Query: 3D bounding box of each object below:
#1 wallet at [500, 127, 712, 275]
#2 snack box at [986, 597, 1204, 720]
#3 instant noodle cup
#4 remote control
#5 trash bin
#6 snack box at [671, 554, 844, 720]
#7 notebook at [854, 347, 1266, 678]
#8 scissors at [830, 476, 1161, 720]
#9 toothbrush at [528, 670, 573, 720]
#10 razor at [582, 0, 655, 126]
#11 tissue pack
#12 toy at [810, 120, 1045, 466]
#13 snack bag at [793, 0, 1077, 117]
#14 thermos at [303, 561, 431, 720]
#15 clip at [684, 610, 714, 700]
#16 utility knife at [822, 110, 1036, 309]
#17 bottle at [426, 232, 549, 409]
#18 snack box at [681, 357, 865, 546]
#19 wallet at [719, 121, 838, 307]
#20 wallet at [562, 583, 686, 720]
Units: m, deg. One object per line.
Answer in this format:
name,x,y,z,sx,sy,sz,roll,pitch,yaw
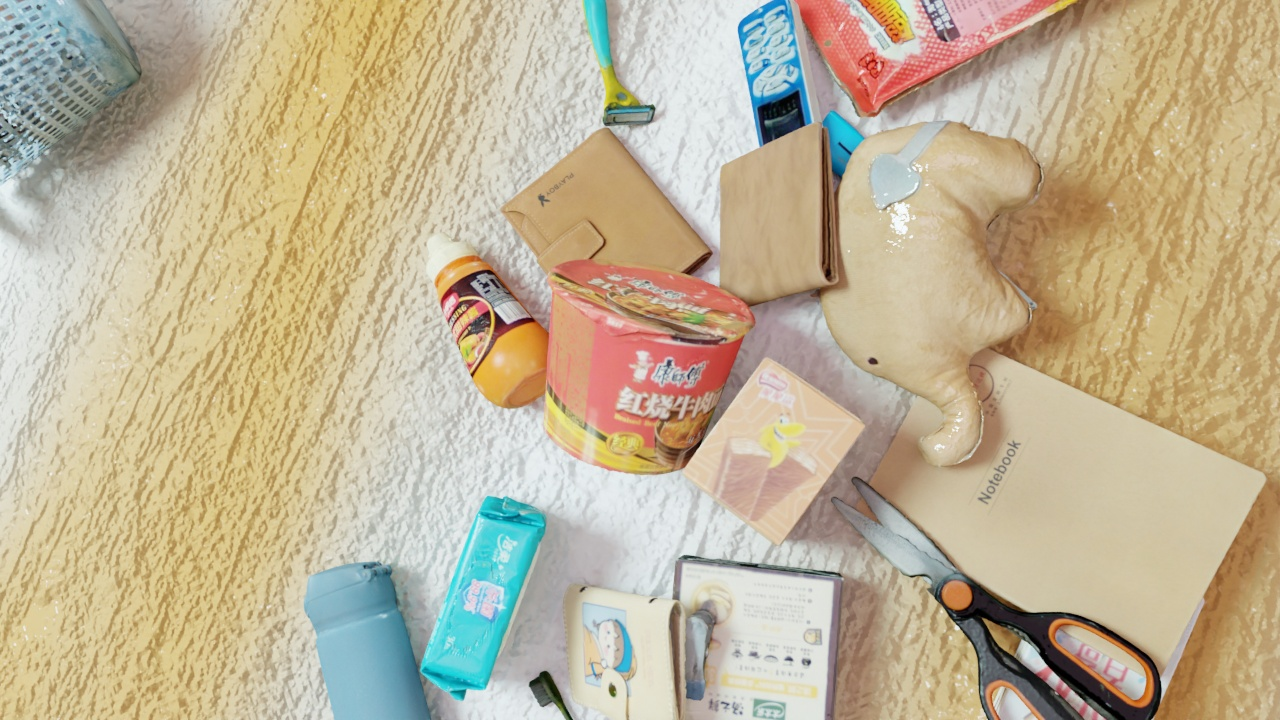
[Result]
wallet,-0.027,-0.096,0.689,0.108,0.031,0.132,-38,77,1
snack box,0.290,0.205,0.596,0.085,0.027,0.156,25,86,12
instant noodle cup,-0.004,0.004,0.614,0.138,0.137,0.109,17,112,11
remote control,0.105,-0.203,0.679,0.049,0.024,0.125,-17,77,40
trash bin,-0.519,-0.242,0.712,0.195,0.227,0.226,-33,78,-10
snack box,0.075,0.201,0.617,0.113,0.053,0.125,4,84,11
notebook,0.268,0.089,0.604,0.208,0.008,0.147,29,87,23
scissors,0.227,0.153,0.594,0.161,0.021,0.233,-25,71,14
toothbrush,-0.027,0.303,0.640,0.017,0.012,0.185,-33,78,9
razor,-0.026,-0.244,0.710,0.043,0.028,0.132,-11,81,-23
tissue pack,-0.106,0.160,0.632,0.050,0.093,0.133,20,86,-5
toy,0.187,-0.045,0.619,0.144,0.082,0.226,8,103,34
snack bag,0.224,-0.271,0.659,0.208,0.073,0.128,-26,74,10
thermos,-0.183,0.251,0.648,0.070,0.070,0.220,-21,79,6
clip,0.034,0.192,0.594,0.024,0.026,0.056,11,89,17
utility knife,0.201,-0.103,0.659,0.034,0.018,0.203,-45,79,0
bottle,-0.117,-0.036,0.682,0.067,0.067,0.149,-36,71,2
snack box,0.089,0.062,0.614,0.077,0.093,0.094,36,89,13
wallet,0.093,-0.098,0.645,0.101,0.020,0.115,-12,74,51
wallet,-0.012,0.199,0.616,0.115,0.024,0.087,-8,79,49
